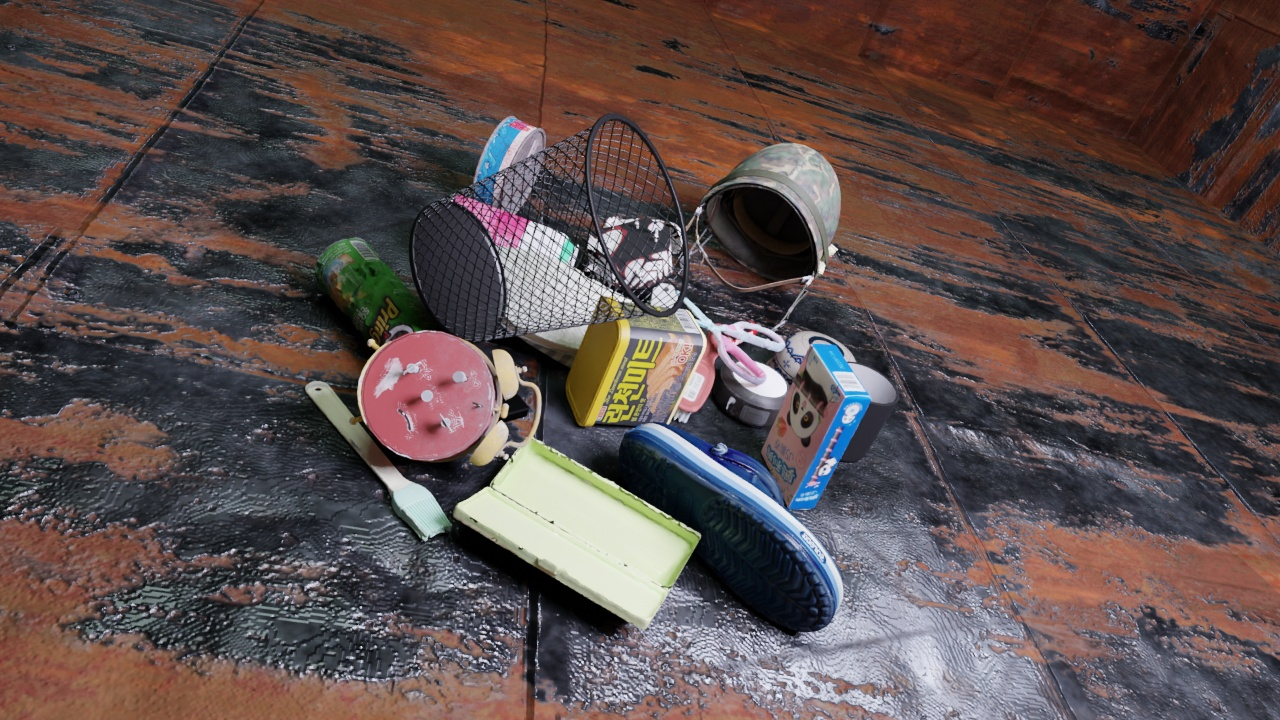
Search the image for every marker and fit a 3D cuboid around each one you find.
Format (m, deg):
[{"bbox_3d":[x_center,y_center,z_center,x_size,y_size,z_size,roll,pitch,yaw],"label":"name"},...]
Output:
[{"bbox_3d":[0.107,-0.023,1.154,0.144,0.024,0.021,-27,79,-50],"label":"marker"}]

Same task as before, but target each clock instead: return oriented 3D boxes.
[{"bbox_3d":[-0.006,-0.158,1.211,0.115,0.065,0.154,11,38,21],"label":"clock"},{"bbox_3d":[-0.166,0.035,0.801,0.159,0.117,0.081,12,-5,-4],"label":"clock"},{"bbox_3d":[0.132,0.032,1.070,0.091,0.044,0.122,17,33,-7],"label":"clock"}]

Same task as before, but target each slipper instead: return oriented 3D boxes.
[{"bbox_3d":[0.089,0.133,0.839,0.253,0.105,0.095,37,43,27],"label":"slipper"},{"bbox_3d":[-0.064,-0.045,1.036,0.272,0.054,0.114,22,54,-21],"label":"slipper"}]

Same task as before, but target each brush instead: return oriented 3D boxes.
[{"bbox_3d":[-0.240,0.083,0.817,0.033,0.012,0.217,-17,47,-43],"label":"brush"},{"bbox_3d":[0.070,0.012,1.059,0.041,0.030,0.171,29,40,4],"label":"brush"}]

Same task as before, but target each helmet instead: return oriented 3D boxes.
[{"bbox_3d":[0.172,-0.178,1.268,0.193,0.225,0.235,33,59,8],"label":"helmet"}]

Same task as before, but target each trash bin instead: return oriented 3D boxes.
[{"bbox_3d":[-0.089,-0.108,0.859,0.211,0.184,0.183,-13,21,27],"label":"trash bin"}]

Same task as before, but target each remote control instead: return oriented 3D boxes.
[{"bbox_3d":[-0.171,0.011,0.956,0.034,0.013,0.150,-14,47,-42],"label":"remote control"}]

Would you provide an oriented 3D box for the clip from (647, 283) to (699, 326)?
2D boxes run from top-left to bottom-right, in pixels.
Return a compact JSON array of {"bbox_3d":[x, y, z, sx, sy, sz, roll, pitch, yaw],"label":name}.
[{"bbox_3d":[0.026,-0.067,1.180,0.101,0.041,0.054,15,52,-12],"label":"clip"}]

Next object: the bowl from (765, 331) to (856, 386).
[{"bbox_3d":[0.219,0.007,1.140,0.115,0.059,0.115,15,33,-10],"label":"bowl"}]

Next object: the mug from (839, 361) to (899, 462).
[{"bbox_3d":[0.227,0.049,1.057,0.113,0.088,0.078,37,36,22],"label":"mug"}]

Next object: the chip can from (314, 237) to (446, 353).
[{"bbox_3d":[-0.252,-0.040,0.930,0.075,0.076,0.223,-14,46,-42],"label":"chip can"}]

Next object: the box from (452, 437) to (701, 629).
[{"bbox_3d":[-0.053,0.150,0.793,0.188,0.048,0.140,28,30,9],"label":"box"}]

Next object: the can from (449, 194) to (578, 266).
[{"bbox_3d":[-0.164,-0.132,1.099,0.166,0.088,0.088,20,33,-2],"label":"can"}]

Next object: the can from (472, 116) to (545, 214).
[{"bbox_3d":[-0.176,-0.260,1.239,0.044,0.130,0.129,25,33,5],"label":"can"}]

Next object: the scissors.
[{"bbox_3d":[0.107,-0.032,1.089,0.167,0.014,0.170,-9,44,-44],"label":"scissors"}]

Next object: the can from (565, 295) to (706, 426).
[{"bbox_3d":[-0.006,0.006,0.952,0.101,0.131,0.072,5,36,-28],"label":"can"}]

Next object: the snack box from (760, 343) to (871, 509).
[{"bbox_3d":[0.176,0.069,0.939,0.033,0.154,0.088,4,36,-20],"label":"snack box"}]
